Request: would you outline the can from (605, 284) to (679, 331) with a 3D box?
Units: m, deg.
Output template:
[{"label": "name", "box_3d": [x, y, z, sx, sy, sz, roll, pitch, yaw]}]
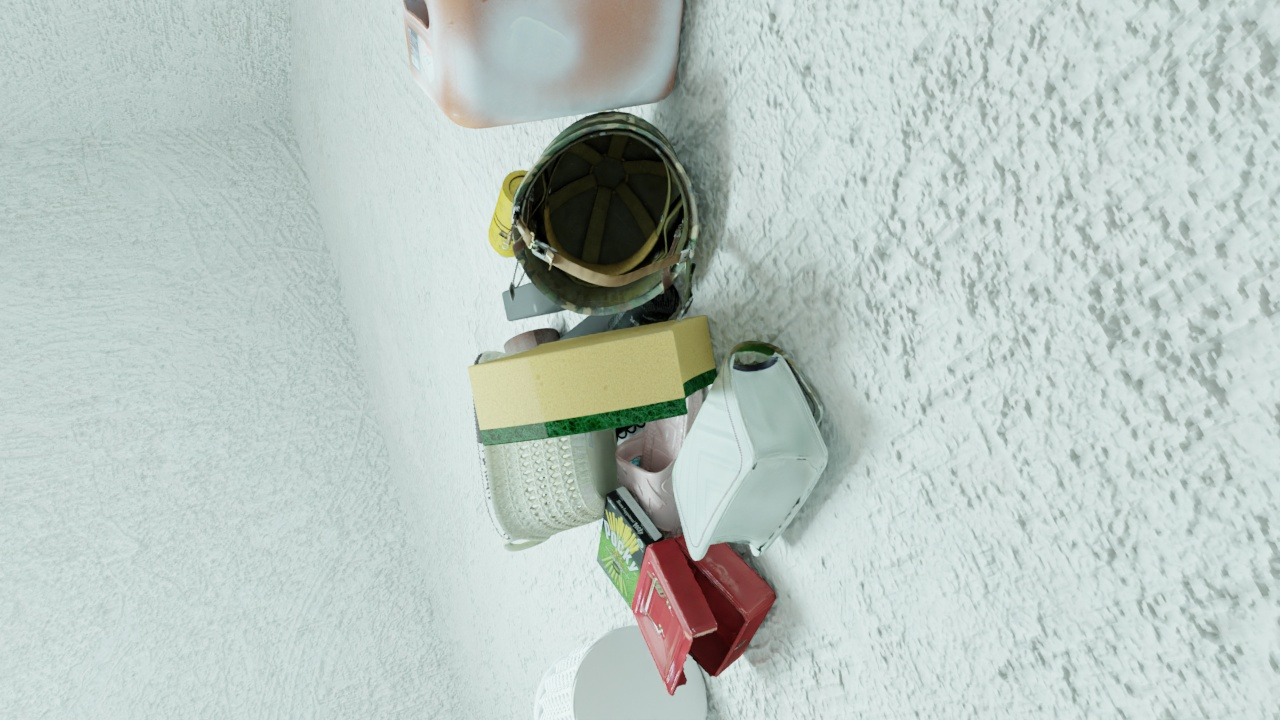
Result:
[{"label": "can", "box_3d": [-0.001, -0.051, 1.089, 0.138, 0.053, 0.054, -47, 60, 60]}]

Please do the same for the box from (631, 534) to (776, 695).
[{"label": "box", "box_3d": [0.066, 0.277, 1.041, 0.135, 0.117, 0.158, 57, 152, 32]}]

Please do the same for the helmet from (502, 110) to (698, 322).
[{"label": "helmet", "box_3d": [-0.037, -0.139, 0.952, 0.236, 0.192, 0.225, -94, 19, -64]}]

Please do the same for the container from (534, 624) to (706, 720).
[{"label": "container", "box_3d": [-0.030, 0.466, 1.238, 0.189, 0.189, 0.187, 69, 153, 18]}]

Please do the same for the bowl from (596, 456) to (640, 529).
[{"label": "bowl", "box_3d": [-0.020, 0.188, 1.217, 0.144, 0.074, 0.144, 39, 135, 53]}]

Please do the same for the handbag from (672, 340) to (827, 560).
[{"label": "handbag", "box_3d": [0.102, 0.094, 0.906, 0.199, 0.096, 0.141, 110, 155, -50]}]

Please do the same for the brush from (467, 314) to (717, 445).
[{"label": "brush", "box_3d": [-0.037, 0.014, 0.926, 0.249, 0.195, 0.075, -28, -72, -76]}]

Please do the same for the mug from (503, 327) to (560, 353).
[{"label": "mug", "box_3d": [-0.150, 0.016, 1.409, 0.123, 0.096, 0.110, 49, -152, -77]}]

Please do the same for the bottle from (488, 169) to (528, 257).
[{"label": "bottle", "box_3d": [-0.190, -0.209, 1.388, 0.071, 0.071, 0.164, 68, 153, 19]}]

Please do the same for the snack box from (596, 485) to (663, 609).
[{"label": "snack box", "box_3d": [-0.015, 0.225, 1.094, 0.080, 0.025, 0.148, 49, 148, 31]}]

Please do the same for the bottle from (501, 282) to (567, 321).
[{"label": "bottle", "box_3d": [-0.129, -0.091, 1.303, 0.174, 0.083, 0.046, -5, 97, 64]}]

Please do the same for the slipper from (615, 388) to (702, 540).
[{"label": "slipper", "box_3d": [0.015, 0.121, 1.072, 0.094, 0.064, 0.239, 28, 113, 50]}]

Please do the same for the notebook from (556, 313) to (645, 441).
[{"label": "notebook", "box_3d": [-0.075, 0.042, 1.245, 0.232, 0.019, 0.169, -35, 69, 43]}]

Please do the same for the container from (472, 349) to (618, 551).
[{"label": "container", "box_3d": [-0.115, 0.099, 1.137, 0.184, 0.143, 0.251, 32, -134, -67]}]

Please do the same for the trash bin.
[{"label": "trash bin", "box_3d": [-0.097, -0.343, 0.922, 0.181, 0.259, 0.158, 49, 147, 45]}]
